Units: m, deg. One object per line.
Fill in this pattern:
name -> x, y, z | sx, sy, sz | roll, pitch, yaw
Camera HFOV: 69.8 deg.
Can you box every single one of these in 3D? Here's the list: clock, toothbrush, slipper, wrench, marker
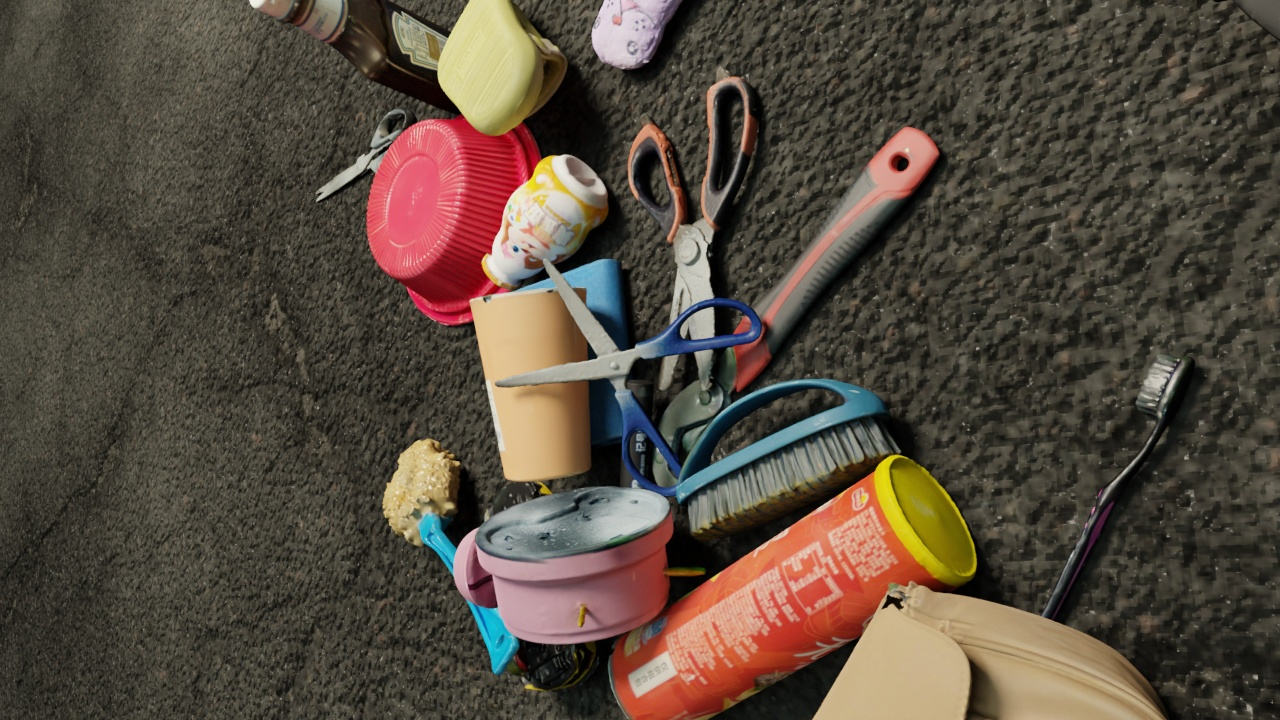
clock -> -0.048, 0.120, 0.562 | 0.159, 0.117, 0.060 | 5, 106, 51
toothbrush -> 0.214, 0.083, 0.440 | 0.018, 0.014, 0.189 | 35, 106, 49
slipper -> -0.104, -0.225, 0.722 | 0.092, 0.081, 0.190 | -49, 37, 19
wrench -> 0.086, -0.024, 0.567 | 0.056, 0.016, 0.274 | 47, 113, 32
marker -> -0.005, 0.079, 0.615 | 0.022, 0.020, 0.132 | 8, 96, 42

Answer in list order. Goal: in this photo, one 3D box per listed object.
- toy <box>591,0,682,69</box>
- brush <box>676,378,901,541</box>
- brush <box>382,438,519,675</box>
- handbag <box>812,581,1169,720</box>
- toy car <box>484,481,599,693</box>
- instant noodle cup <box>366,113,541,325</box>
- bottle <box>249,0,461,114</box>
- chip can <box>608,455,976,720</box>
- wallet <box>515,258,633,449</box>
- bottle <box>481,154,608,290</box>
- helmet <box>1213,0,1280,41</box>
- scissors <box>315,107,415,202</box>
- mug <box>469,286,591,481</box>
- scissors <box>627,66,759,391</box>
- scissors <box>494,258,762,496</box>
toy -> 0.006, -0.258, 0.662 | 0.084, 0.038, 0.108 | 49, 113, 25
brush -> 0.078, 0.052, 0.534 | 0.144, 0.055, 0.073 | -32, 63, 33
brush -> -0.140, 0.140, 0.681 | 0.083, 0.046, 0.254 | -56, 38, 6
handbag -> 0.138, 0.208, 0.412 | 0.148, 0.099, 0.205 | 29, 104, 14
toy car -> -0.071, 0.156, 0.654 | 0.071, 0.041, 0.155 | -41, 52, 29
instant noodle cup -> -0.168, -0.129, 0.773 | 0.194, 0.065, 0.193 | -8, 77, 38
bottle -> -0.220, -0.267, 0.754 | 0.044, 0.194, 0.079 | -32, 63, 33
chip can -> 0.076, 0.139, 0.510 | 0.217, 0.073, 0.073 | -41, 58, 28
wallet -> -0.053, 0.001, 0.670 | 0.107, 0.040, 0.133 | -16, 73, 33
bottle -> -0.074, -0.100, 0.687 | 0.109, 0.063, 0.063 | -44, 57, 26
helmet -> 0.287, -0.215, 0.288 | 0.234, 0.229, 0.274 | -21, 79, 46
scissors -> -0.278, -0.202, 0.918 | 0.175, 0.014, 0.137 | 29, 103, 43
mug -> -0.069, 0.016, 0.613 | 0.078, 0.078, 0.123 | -4, 92, 40
scissors -> 0.030, -0.091, 0.620 | 0.196, 0.015, 0.215 | -53, 51, 18
scissors -> -0.003, 0.004, 0.569 | 0.162, 0.012, 0.173 | -30, 100, 9
